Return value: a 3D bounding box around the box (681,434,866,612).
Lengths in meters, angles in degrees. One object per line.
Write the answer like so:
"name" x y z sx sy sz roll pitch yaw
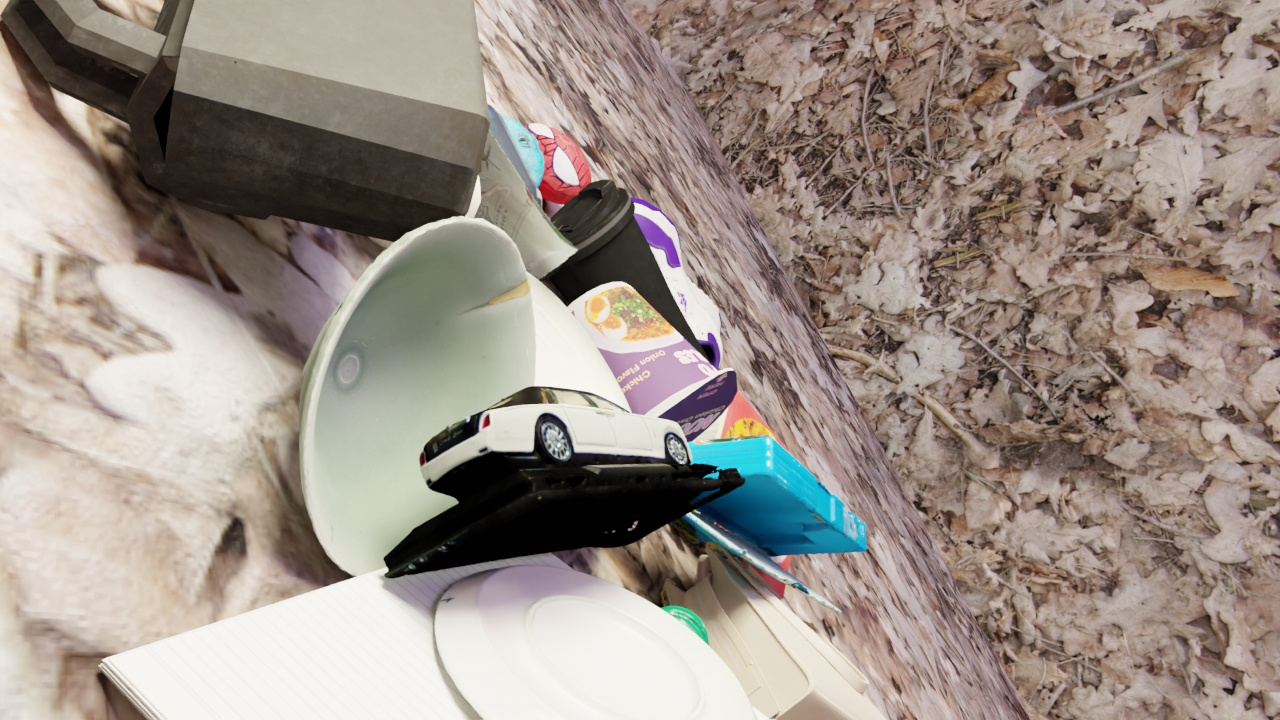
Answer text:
"box" 0.096 0.133 0.687 0.243 0.092 0.085 40 47 -54

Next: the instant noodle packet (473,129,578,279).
"instant noodle packet" -0.150 -0.169 0.668 0.269 0.057 0.147 56 -21 -6

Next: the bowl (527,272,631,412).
"bowl" -0.069 0.025 0.593 0.177 0.058 0.176 52 17 -23

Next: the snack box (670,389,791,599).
"snack box" 0.092 0.122 0.839 0.145 0.040 0.142 48 43 -31

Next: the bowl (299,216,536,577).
"bowl" -0.118 0.012 0.433 0.174 0.068 0.174 13 89 -69

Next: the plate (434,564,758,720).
"plate" -0.012 0.131 0.394 0.157 0.014 0.157 26 10 -5

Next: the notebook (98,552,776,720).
"notebook" -0.046 0.137 0.361 0.178 0.013 0.245 33 12 19

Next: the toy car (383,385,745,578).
"toy car" -0.034 0.052 0.453 0.191 0.094 0.071 10 56 -56

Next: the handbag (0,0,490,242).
"handbag" -0.187 -0.146 0.444 0.199 0.103 0.197 11 42 -24

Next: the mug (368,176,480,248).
"mug" -0.157 -0.115 0.570 0.111 0.086 0.089 -13 71 -36

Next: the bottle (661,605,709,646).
"bottle" -0.006 0.181 0.475 0.068 0.068 0.209 60 16 4

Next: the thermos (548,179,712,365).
"thermos" -0.010 -0.049 0.848 0.218 0.106 0.105 57 15 -25

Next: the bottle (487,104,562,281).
"bottle" -0.115 -0.140 0.767 0.160 0.056 0.056 63 17 15

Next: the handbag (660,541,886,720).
"handbag" 0.092 0.217 0.690 0.194 0.101 0.197 45 8 -39

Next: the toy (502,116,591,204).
"toy" -0.102 -0.201 0.919 0.132 0.062 0.092 2 49 -57

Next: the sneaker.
"sneaker" 0.018 -0.053 0.941 0.244 0.092 0.111 50 29 -45

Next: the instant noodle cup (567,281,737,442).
"instant noodle cup" -0.004 0.004 0.725 0.121 0.137 0.122 -15 61 -46
